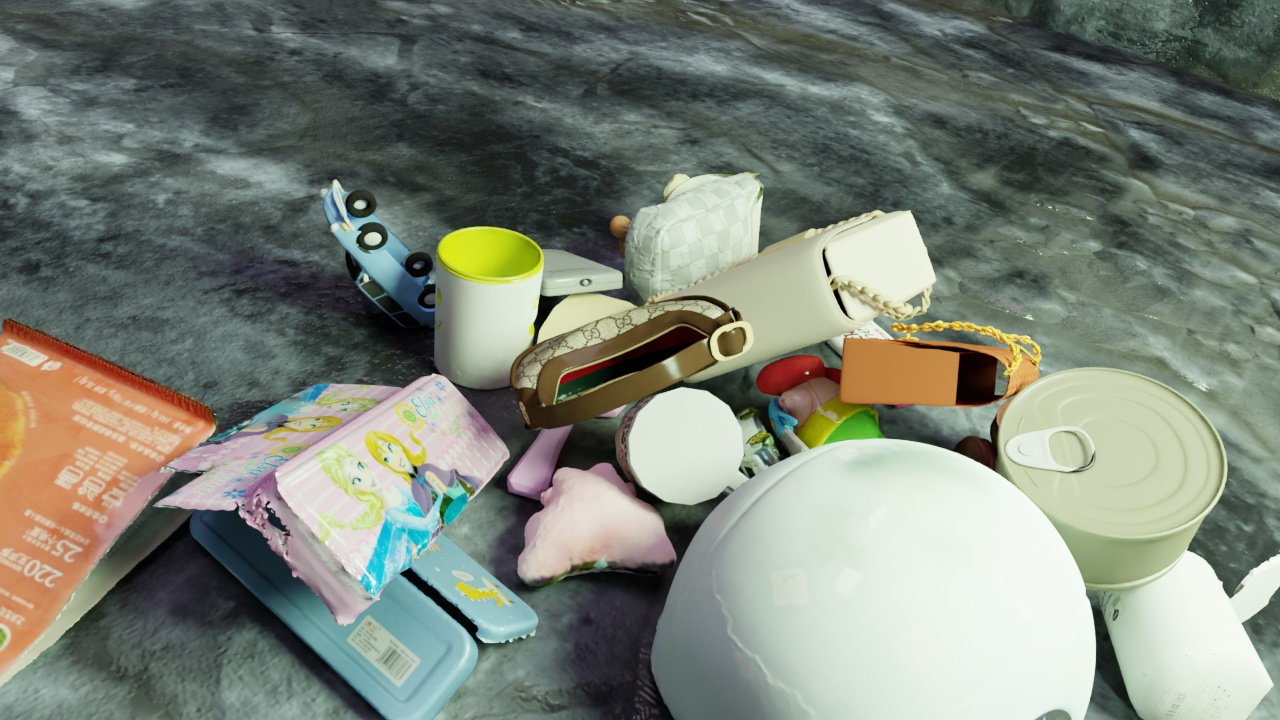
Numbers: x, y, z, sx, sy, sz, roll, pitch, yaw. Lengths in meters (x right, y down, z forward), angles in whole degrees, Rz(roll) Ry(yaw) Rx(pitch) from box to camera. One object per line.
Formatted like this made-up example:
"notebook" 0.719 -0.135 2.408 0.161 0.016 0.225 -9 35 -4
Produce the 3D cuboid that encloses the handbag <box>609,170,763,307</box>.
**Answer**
"handbag" 0.038 -0.115 0.887 0.123 0.113 0.171 23 36 32

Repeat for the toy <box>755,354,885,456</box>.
"toy" 0.149 0.051 0.686 0.124 0.097 0.131 31 33 -46

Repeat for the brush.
"brush" -0.052 0.020 0.725 0.089 0.043 0.228 16 35 6

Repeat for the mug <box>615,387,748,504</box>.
"mug" 0.036 0.067 0.632 0.105 0.073 0.089 35 -8 -3

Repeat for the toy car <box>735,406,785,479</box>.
"toy car" 0.089 0.070 0.678 0.033 0.048 0.105 -31 13 8

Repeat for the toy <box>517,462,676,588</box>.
"toy" -0.033 0.106 0.602 0.102 0.050 0.093 -3 40 -14

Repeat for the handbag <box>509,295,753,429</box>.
"handbag" -0.004 0.004 0.622 0.166 0.063 0.138 -18 15 -5

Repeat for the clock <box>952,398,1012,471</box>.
"clock" 0.304 0.093 0.697 0.157 0.072 0.120 -11 41 -30

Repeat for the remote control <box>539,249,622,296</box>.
"remote control" -0.081 -0.081 0.840 0.074 0.019 0.151 -8 18 -27

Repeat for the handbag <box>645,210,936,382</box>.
"handbag" 0.128 -0.048 0.749 0.211 0.103 0.208 -20 3 34

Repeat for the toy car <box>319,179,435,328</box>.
"toy car" -0.211 -0.081 0.751 0.055 0.153 0.056 -32 52 4

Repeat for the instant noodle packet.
"instant noodle packet" -0.373 0.094 0.517 0.164 0.084 0.220 23 45 8

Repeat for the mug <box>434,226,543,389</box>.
"mug" -0.124 -0.042 0.737 0.082 0.106 0.082 8 35 -6

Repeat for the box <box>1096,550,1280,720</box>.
"box" 0.377 0.177 0.598 0.144 0.083 0.136 8 34 4

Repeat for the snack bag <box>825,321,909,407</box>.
"snack bag" 0.209 -0.021 0.881 0.070 0.016 0.196 -11 41 -26

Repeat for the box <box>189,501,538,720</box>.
"box" -0.167 0.118 0.552 0.209 0.049 0.120 32 41 24

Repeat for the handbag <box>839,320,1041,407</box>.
"handbag" 0.224 0.002 0.665 0.109 0.060 0.171 5 3 29

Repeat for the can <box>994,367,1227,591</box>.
"can" 0.296 0.076 0.594 0.128 0.073 0.127 -7 49 8

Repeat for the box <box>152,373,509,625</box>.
"box" -0.175 0.054 0.552 0.159 0.066 0.230 25 15 2

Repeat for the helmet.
"helmet" 0.146 0.133 0.520 0.263 0.164 0.236 -16 45 -35
